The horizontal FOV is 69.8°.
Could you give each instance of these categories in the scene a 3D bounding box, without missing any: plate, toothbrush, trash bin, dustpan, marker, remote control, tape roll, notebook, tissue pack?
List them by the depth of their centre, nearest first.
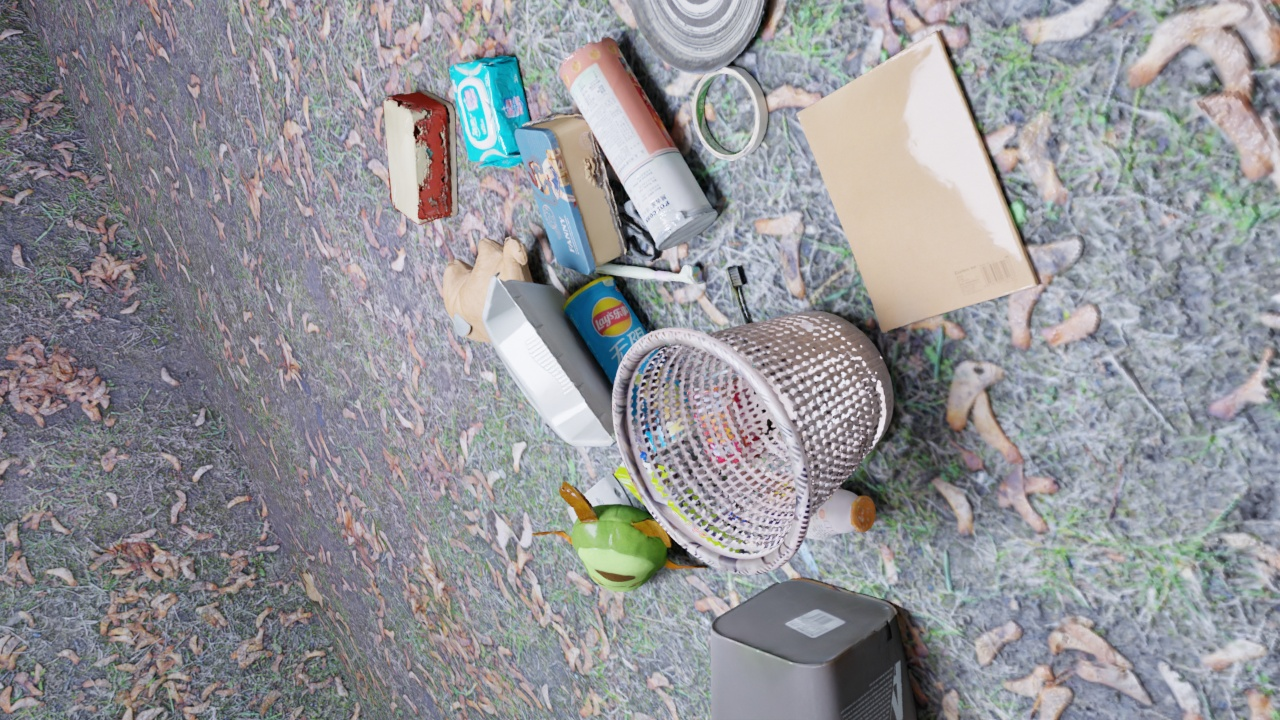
[{"bbox_3d":[0.223,-0.138,0.760,0.150,0.012,0.211,-20,94,52],"label":"notebook"},{"bbox_3d":[0.118,0.052,0.838,0.228,0.191,0.228,27,128,40],"label":"trash bin"},{"bbox_3d":[0.052,-0.356,0.839,0.179,0.024,0.180,27,130,38],"label":"plate"},{"bbox_3d":[0.084,-0.234,0.873,0.086,0.013,0.086,27,129,39],"label":"tape roll"},{"bbox_3d":[0.180,0.366,0.950,0.199,0.198,0.220,6,107,48],"label":"trash bin"},{"bbox_3d":[0.122,-0.009,0.951,0.017,0.012,0.186,-11,101,41],"label":"toothbrush"},{"bbox_3d":[0.000,-0.102,1.044,0.190,0.020,0.029,11,150,49],"label":"toothbrush"},{"bbox_3d":[0.060,0.148,1.059,0.146,0.016,0.017,34,138,0],"label":"marker"},{"bbox_3d":[-0.124,0.018,1.096,0.143,0.257,0.222,-35,92,13],"label":"dustpan"},{"bbox_3d":[-0.183,-0.303,1.127,0.093,0.050,0.133,7,115,48],"label":"tissue pack"},{"bbox_3d":[-0.059,0.206,1.280,0.056,0.019,0.135,57,142,11],"label":"remote control"}]

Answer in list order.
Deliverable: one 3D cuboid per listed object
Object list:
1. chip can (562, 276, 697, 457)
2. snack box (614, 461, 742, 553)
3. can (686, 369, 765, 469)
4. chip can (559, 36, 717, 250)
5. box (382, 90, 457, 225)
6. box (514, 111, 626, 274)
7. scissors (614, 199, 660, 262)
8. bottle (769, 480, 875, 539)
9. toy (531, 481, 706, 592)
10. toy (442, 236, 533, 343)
[{"bbox_3d":[-0.006,0.006,1.066,0.210,0.071,0.071,57,142,11],"label":"chip can"},{"bbox_3d":[0.046,0.173,1.069,0.086,0.026,0.156,4,144,50],"label":"snack box"},{"bbox_3d":[0.093,0.062,0.980,0.067,0.066,0.094,-7,104,52],"label":"can"},{"bbox_3d":[-0.004,-0.222,0.939,0.214,0.071,0.071,60,143,7],"label":"chip can"},{"bbox_3d":[-0.310,-0.278,1.271,0.091,0.080,0.169,34,133,36],"label":"box"},{"bbox_3d":[-0.075,-0.182,1.027,0.090,0.061,0.184,23,135,56],"label":"box"},{"bbox_3d":[-0.030,-0.182,1.044,0.147,0.014,0.172,-34,79,54],"label":"scissors"},{"bbox_3d":[0.182,0.149,0.922,0.109,0.063,0.063,-3,107,52],"label":"bottle"},{"bbox_3d":[-0.028,0.235,1.161,0.227,0.089,0.247,14,152,10],"label":"toy"},{"bbox_3d":[-0.185,-0.093,1.220,0.227,0.082,0.143,-22,105,50],"label":"toy"}]
